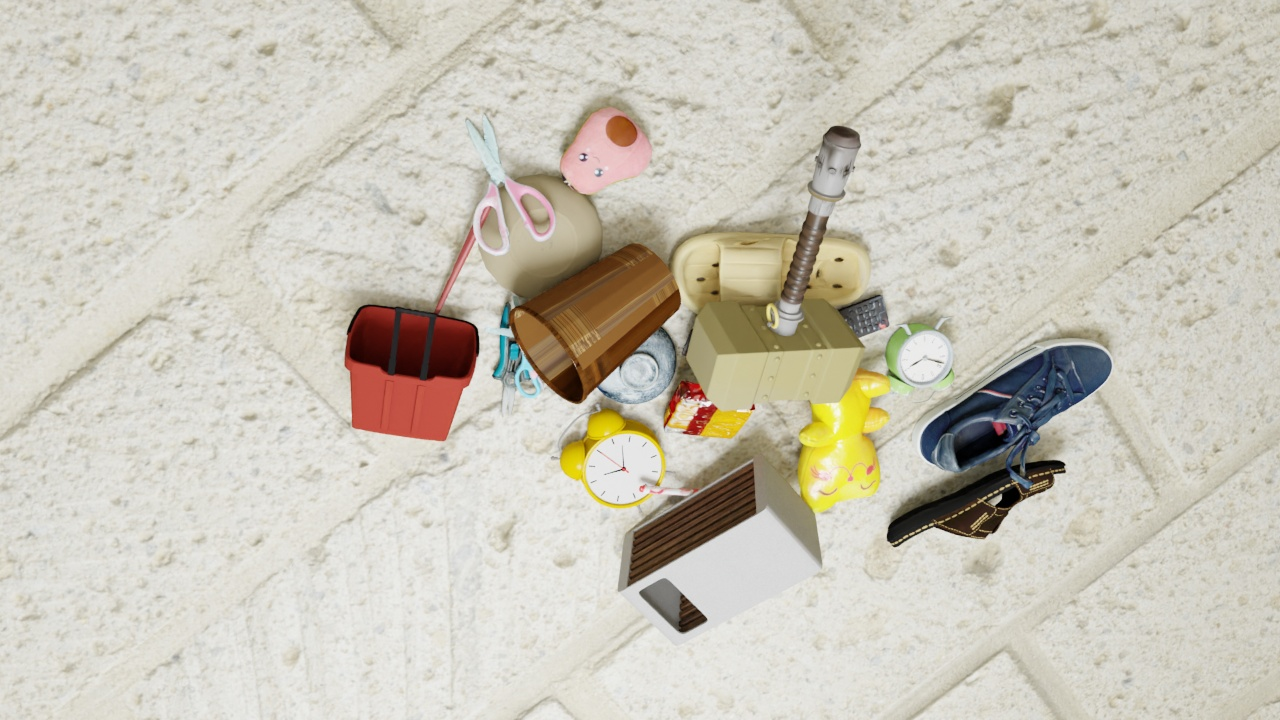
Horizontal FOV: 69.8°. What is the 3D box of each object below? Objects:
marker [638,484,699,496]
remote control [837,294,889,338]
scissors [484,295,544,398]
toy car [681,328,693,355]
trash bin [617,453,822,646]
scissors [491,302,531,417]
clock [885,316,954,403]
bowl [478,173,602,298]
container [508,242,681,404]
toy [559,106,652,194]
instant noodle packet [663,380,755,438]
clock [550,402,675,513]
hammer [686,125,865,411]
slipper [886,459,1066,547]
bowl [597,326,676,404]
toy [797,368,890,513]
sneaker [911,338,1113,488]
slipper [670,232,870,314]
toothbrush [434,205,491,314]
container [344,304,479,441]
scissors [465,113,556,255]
[{"bbox_3d":[0.057,0.173,1.204,0.142,0.013,0.013,10,104,-34],"label":"marker"},{"bbox_3d":[0.251,-0.041,1.201,0.150,0.022,0.047,-20,108,-6],"label":"remote control"},{"bbox_3d":[-0.123,-0.022,1.130,0.133,0.015,0.135,-21,120,-20],"label":"scissors"},{"bbox_3d":[0.094,-0.013,1.160,0.092,0.037,0.040,13,103,-41],"label":"toy car"},{"bbox_3d":[0.099,0.243,1.168,0.229,0.114,0.114,-34,111,21],"label":"trash bin"},{"bbox_3d":[-0.161,-0.005,1.138,0.127,0.019,0.142,-36,115,-5],"label":"scissors"},{"bbox_3d":[0.372,0.000,1.222,0.094,0.042,0.119,-7,106,-7],"label":"clock"},{"bbox_3d":[-0.117,-0.143,1.091,0.152,0.050,0.152,-3,106,-9],"label":"bowl"},{"bbox_3d":[-0.047,-0.051,1.072,0.167,0.132,0.132,-38,110,-23],"label":"container"},{"bbox_3d":[-0.044,-0.239,1.075,0.110,0.051,0.090,-44,107,-1],"label":"toy"},{"bbox_3d":[0.083,0.064,1.151,0.098,0.136,0.039,10,66,-4],"label":"instant noodle packet"},{"bbox_3d":[-0.035,0.127,1.182,0.152,0.052,0.113,38,96,-21],"label":"clock"},{"bbox_3d":[0.180,-0.103,1.021,0.190,0.100,0.326,-3,130,-19],"label":"hammer"},{"bbox_3d":[0.470,0.208,1.268,0.268,0.113,0.075,-24,81,0],"label":"slipper"},{"bbox_3d":[-0.007,0.007,1.148,0.114,0.060,0.114,-2,106,-8],"label":"bowl"},{"bbox_3d":[0.255,0.100,1.208,0.134,0.087,0.194,-12,112,-24],"label":"toy"},{"bbox_3d":[0.521,0.071,1.227,0.294,0.127,0.121,-28,107,-3],"label":"sneaker"},{"bbox_3d":[0.170,-0.100,1.141,0.261,0.079,0.111,-3,109,-10],"label":"slipper"},{"bbox_3d":[-0.223,-0.104,1.087,0.016,0.016,0.190,28,109,-9],"label":"toothbrush"},{"bbox_3d":[-0.259,-0.012,1.043,0.148,0.126,0.201,10,127,-12],"label":"container"},{"bbox_3d":[-0.175,-0.201,1.048,0.103,0.016,0.179,-29,84,-9],"label":"scissors"}]
